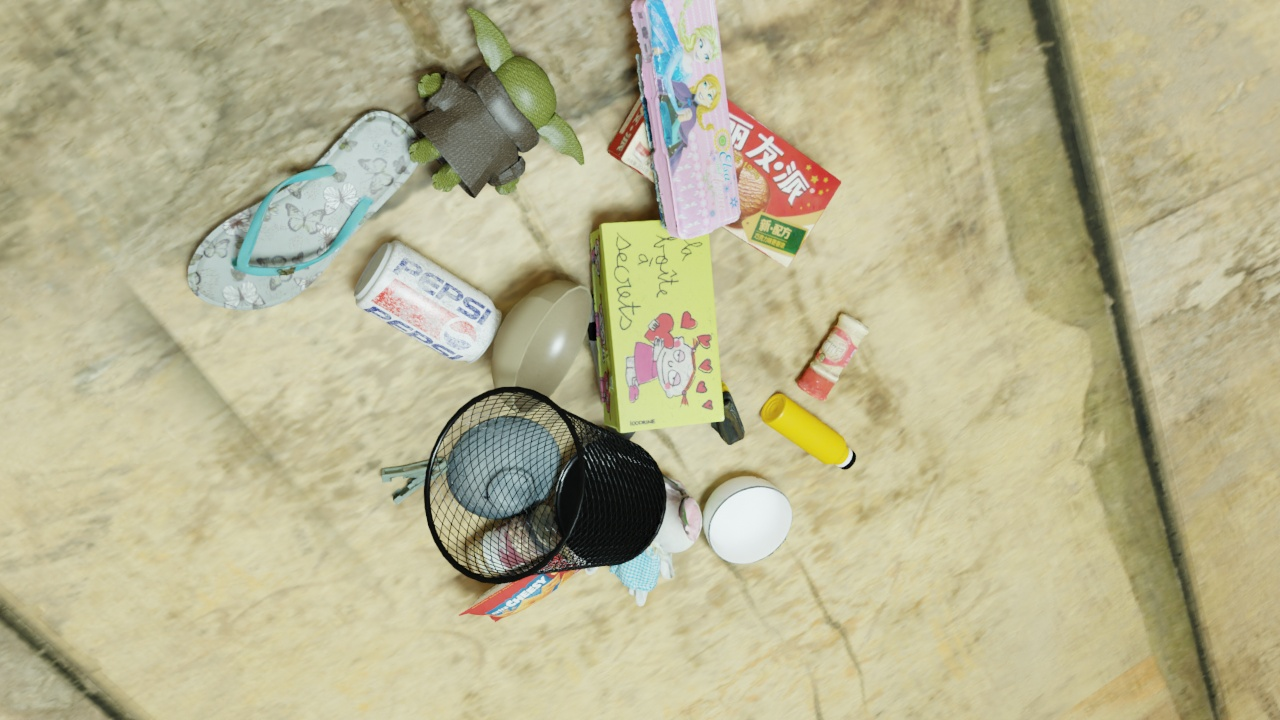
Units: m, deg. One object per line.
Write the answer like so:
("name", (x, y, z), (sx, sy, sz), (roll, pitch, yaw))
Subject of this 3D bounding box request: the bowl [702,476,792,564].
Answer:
("bowl", (0.130, 0.195, 1.170), (0.113, 0.063, 0.113), (-6, 114, -14))

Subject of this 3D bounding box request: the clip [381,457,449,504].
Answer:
("clip", (-0.254, 0.131, 1.047), (0.076, 0.023, 0.059), (-22, 118, -5))

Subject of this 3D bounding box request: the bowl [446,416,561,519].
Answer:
("bowl", (-0.153, 0.138, 1.061), (0.137, 0.057, 0.137), (-6, 114, -15))

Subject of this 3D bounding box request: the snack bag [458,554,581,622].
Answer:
("snack bag", (-0.140, 0.273, 1.102), (0.130, 0.039, 0.144), (-31, 160, -3))

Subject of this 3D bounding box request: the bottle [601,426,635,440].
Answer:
("bottle", (-0.018, 0.077, 1.092), (0.030, 0.030, 0.113), (33, 99, -26))

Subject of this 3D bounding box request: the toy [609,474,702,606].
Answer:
("toy", (0.031, 0.224, 1.140), (0.105, 0.131, 0.206), (-10, 130, -37))

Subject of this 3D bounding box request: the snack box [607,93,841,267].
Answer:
("snack box", (0.093, -0.208, 0.989), (0.236, 0.060, 0.113), (28, 99, -25))

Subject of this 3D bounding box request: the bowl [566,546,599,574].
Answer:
("bowl", (-0.063, 0.198, 1.104), (0.040, 0.109, 0.110), (15, 111, 16))

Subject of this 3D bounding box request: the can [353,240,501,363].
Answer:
("can", (-0.218, -0.058, 0.946), (0.136, 0.078, 0.078), (33, 100, -26))

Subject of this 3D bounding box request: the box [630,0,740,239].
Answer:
("box", (0.044, -0.241, 0.907), (0.084, 0.053, 0.230), (-22, 114, -28))

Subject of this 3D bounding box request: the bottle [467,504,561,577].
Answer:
("bottle", (-0.147, 0.215, 1.078), (0.105, 0.056, 0.056), (-29, 120, 21))

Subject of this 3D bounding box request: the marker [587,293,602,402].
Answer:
("marker", (-0.048, -0.009, 1.055), (0.016, 0.016, 0.141), (-15, 116, -11))

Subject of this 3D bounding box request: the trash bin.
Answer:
("trash bin", (-0.083, 0.136, 0.949), (0.184, 0.184, 0.210), (-52, 150, 8))

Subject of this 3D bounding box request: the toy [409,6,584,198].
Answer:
("toy", (-0.151, -0.231, 0.894), (0.152, 0.078, 0.179), (-42, 118, -6))

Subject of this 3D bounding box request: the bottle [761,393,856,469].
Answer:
("bottle", (0.218, 0.095, 1.166), (0.143, 0.043, 0.043), (34, 99, -26))

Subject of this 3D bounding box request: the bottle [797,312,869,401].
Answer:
("bottle", (0.237, -0.004, 1.131), (0.044, 0.044, 0.109), (25, 102, -25))

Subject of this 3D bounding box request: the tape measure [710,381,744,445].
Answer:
("tape measure", (0.097, 0.061, 1.103), (0.037, 0.064, 0.066), (-23, 126, 1))

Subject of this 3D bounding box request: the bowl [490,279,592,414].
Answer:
("bowl", (-0.113, -0.021, 0.976), (0.050, 0.152, 0.152), (27, 105, 15))

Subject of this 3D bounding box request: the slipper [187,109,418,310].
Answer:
("slipper", (-0.322, -0.135, 0.897), (0.269, 0.054, 0.098), (-39, 120, 0))

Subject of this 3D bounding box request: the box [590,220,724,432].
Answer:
("box", (0.016, -0.040, 0.989), (0.124, 0.081, 0.221), (-3, 94, -16))
